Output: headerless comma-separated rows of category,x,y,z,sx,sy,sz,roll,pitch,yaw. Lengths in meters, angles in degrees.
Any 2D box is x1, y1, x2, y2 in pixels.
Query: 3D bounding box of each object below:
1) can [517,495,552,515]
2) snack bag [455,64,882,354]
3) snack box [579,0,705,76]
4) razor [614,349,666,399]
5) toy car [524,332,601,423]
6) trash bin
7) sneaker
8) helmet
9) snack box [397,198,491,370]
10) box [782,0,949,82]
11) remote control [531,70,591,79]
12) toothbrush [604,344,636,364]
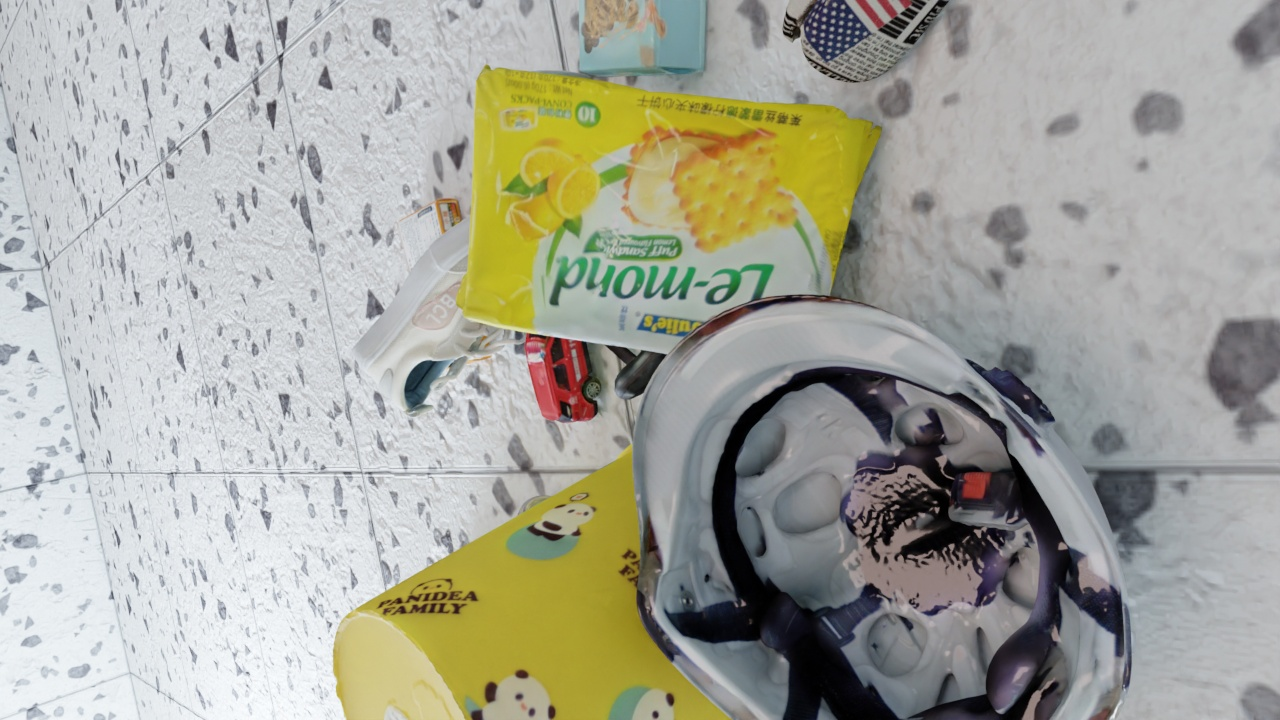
can,-0.093,0.177,0.810,0.058,0.058,0.117,45,130,30
snack bag,0.009,-0.087,0.557,0.246,0.068,0.158,9,112,5
snack box,0.001,-0.277,0.600,0.074,0.051,0.175,15,111,45
razor,0.059,0.032,0.609,0.167,0.062,0.068,28,137,29
toy car,-0.067,-0.007,0.740,0.053,0.045,0.120,-1,100,54
trash bin,-0.038,0.193,0.597,0.230,0.254,0.230,20,119,41
sneaker,-0.150,-0.038,0.778,0.243,0.089,0.090,-41,79,29
helmet,0.125,0.089,0.482,0.230,0.145,0.258,-44,71,26
snack box,-0.187,-0.070,0.873,0.075,0.026,0.153,-13,90,47
box,0.140,-0.217,0.467,0.087,0.076,0.163,42,127,6
remote control,-0.068,-0.144,0.703,0.021,0.058,0.150,22,115,40
toothbrush,-0.004,0.004,0.703,0.189,0.017,0.014,39,128,36
